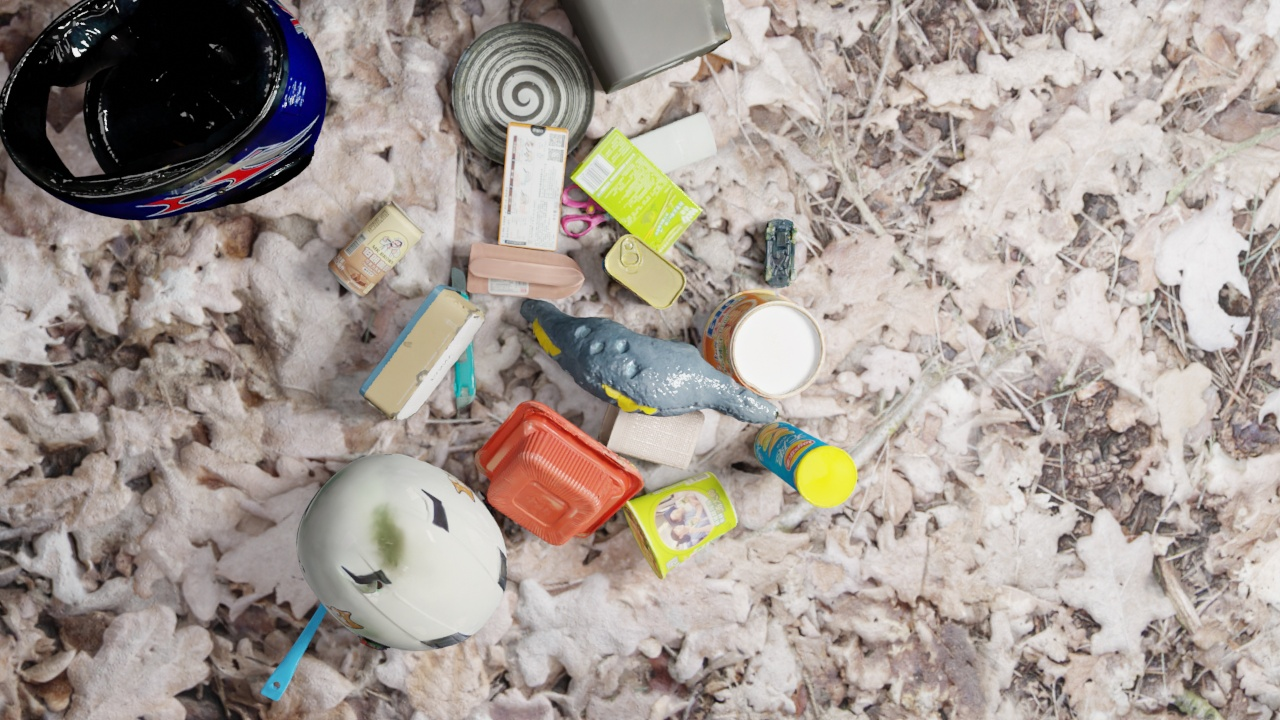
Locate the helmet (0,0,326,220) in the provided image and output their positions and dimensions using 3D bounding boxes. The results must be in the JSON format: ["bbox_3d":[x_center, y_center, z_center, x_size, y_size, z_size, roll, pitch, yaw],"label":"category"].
[{"bbox_3d":[-0.504,-0.276,1.010,0.315,0.241,0.247,-37,97,-13],"label":"helmet"}]

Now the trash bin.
[{"bbox_3d":[-0.009,-0.453,1.090,0.199,0.198,0.220,-23,104,-2],"label":"trash bin"}]

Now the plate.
[{"bbox_3d":[-0.147,-0.332,1.154,0.179,0.024,0.179,-1,100,-5],"label":"plate"}]

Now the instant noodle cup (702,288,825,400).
[{"bbox_3d":[0.163,-0.016,1.172,0.151,0.111,0.151,0,94,-6],"label":"instant noodle cup"}]

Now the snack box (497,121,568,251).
[{"bbox_3d":[-0.135,-0.217,1.152,0.075,0.026,0.154,6,105,-5],"label":"snack box"}]

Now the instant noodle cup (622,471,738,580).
[{"bbox_3d":[0.055,0.205,1.186,0.123,0.112,0.111,-25,97,-12],"label":"instant noodle cup"}]

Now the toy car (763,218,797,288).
[{"bbox_3d":[0.181,-0.140,1.204,0.043,0.034,0.090,-2,97,-9],"label":"toy car"}]

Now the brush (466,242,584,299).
[{"bbox_3d":[-0.143,-0.109,1.152,0.145,0.073,0.063,6,93,-8],"label":"brush"}]

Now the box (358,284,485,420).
[{"bbox_3d":[-0.262,-0.014,1.131,0.061,0.090,0.184,35,91,4],"label":"box"}]

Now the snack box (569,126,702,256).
[{"bbox_3d":[-0.005,-0.212,1.165,0.156,0.026,0.086,39,96,-18],"label":"snack box"}]

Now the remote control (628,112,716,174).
[{"bbox_3d":[0.022,-0.267,1.181,0.150,0.021,0.058,-21,106,-3],"label":"remote control"}]

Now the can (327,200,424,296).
[{"bbox_3d":[-0.327,-0.138,1.136,0.058,0.058,0.116,44,88,-8],"label":"can"}]

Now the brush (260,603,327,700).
[{"bbox_3d":[-0.405,0.315,1.165,0.083,0.046,0.254,31,85,-12],"label":"brush"}]

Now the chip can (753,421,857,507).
[{"bbox_3d":[0.198,0.124,1.137,0.071,0.210,0.071,-1,94,-7],"label":"chip can"}]

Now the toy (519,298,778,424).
[{"bbox_3d":[-0.007,0.006,1.098,0.356,0.137,0.091,22,110,12],"label":"toy"}]

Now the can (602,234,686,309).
[{"bbox_3d":[0.002,-0.111,1.162,0.102,0.083,0.057,36,89,-7],"label":"can"}]

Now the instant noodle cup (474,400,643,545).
[{"bbox_3d":[-0.112,0.151,1.138,0.189,0.078,0.165,36,128,-7],"label":"instant noodle cup"}]

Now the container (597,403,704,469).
[{"bbox_3d":[0.014,0.083,1.178,0.111,0.090,0.090,19,92,-11],"label":"container"}]

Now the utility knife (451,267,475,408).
[{"bbox_3d":[-0.230,-0.029,1.178,0.029,0.013,0.182,-4,94,-6],"label":"utility knife"}]

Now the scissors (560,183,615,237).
[{"bbox_3d":[-0.038,-0.181,1.188,0.137,0.017,0.073,11,93,-11],"label":"scissors"}]

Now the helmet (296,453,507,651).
[{"bbox_3d":[-0.268,0.238,1.097,0.274,0.157,0.229,45,71,-16],"label":"helmet"}]
